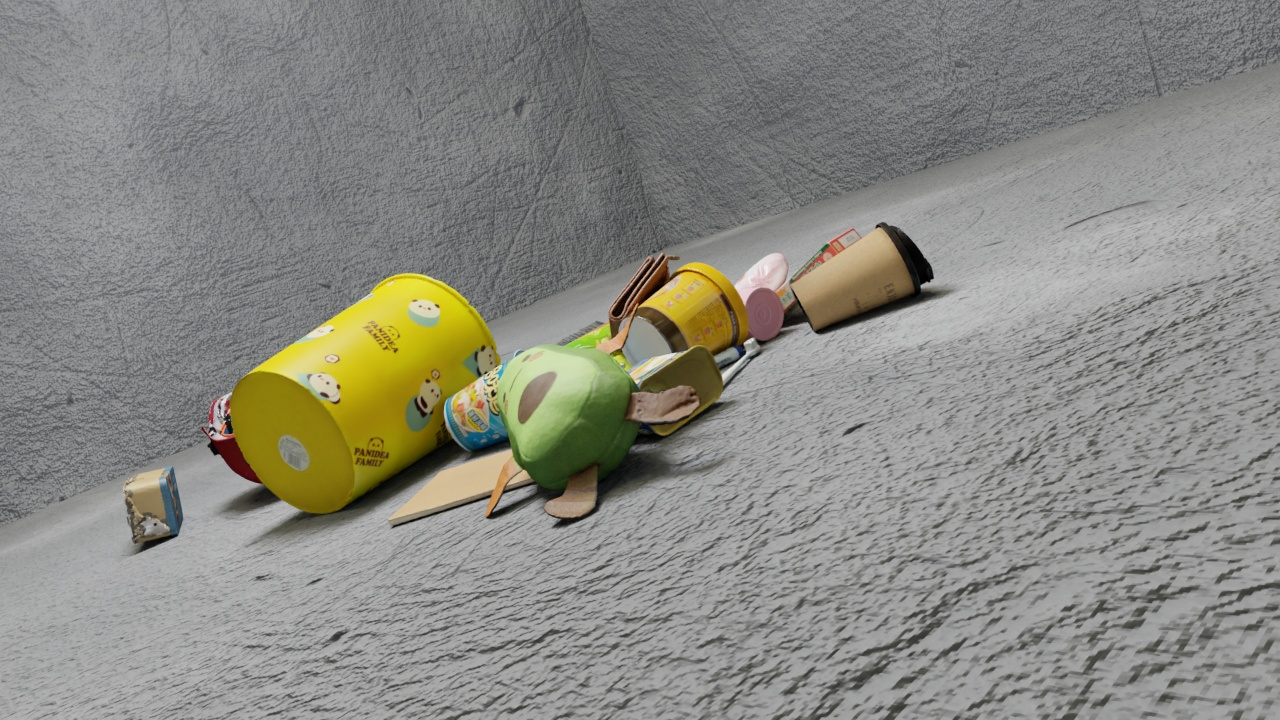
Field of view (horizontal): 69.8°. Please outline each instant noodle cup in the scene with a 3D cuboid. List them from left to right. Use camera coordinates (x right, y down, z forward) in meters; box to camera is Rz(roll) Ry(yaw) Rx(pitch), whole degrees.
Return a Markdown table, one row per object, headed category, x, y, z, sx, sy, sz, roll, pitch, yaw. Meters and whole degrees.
| category | x | y | z | sx | sy | sz | roll | pitch | yaw |
| --- | --- | --- | --- | --- | --- | --- | --- | --- | --- |
| instant noodle cup | -0.166 | 0.053 | 1.074 | 0.110 | 0.099 | 0.099 | -26 | 7 | 14 |
| instant noodle cup | 0.046 | -0.037 | 1.073 | 0.114 | 0.118 | 0.119 | -36 | 16 | -32 |

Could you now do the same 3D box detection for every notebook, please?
| category | x | y | z | sx | sy | sz | roll | pitch | yaw |
| --- | --- | --- | --- | --- | --- | --- | --- | --- | --- |
| notebook | -0.134 | 0.108 | 0.920 | 0.208 | 0.008 | 0.147 | -18 | 9 | 12 |

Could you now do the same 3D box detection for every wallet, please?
| category | x | y | z | sx | sy | sz | roll | pitch | yaw |
| --- | --- | --- | --- | --- | --- | --- | --- | --- | --- |
| wallet | 0.001 | -0.076 | 1.136 | 0.119 | 0.035 | 0.131 | -50 | -11 | -11 |

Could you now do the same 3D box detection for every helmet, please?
| category | x | y | z | sx | sy | sz | roll | pitch | yaw |
| --- | --- | --- | --- | --- | --- | --- | --- | --- | --- |
| helmet | -0.520 | 0.111 | 1.358 | 0.206 | 0.144 | 0.240 | -23 | 23 | -13 |

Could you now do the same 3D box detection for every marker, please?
| category | x | y | z | sx | sy | sz | roll | pitch | yaw |
| --- | --- | --- | --- | --- | --- | --- | --- | --- | --- |
| marker | 0.057 | 0.016 | 1.024 | 0.145 | 0.017 | 0.017 | -25 | 10 | -29 |

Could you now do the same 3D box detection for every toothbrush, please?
| category | x | y | z | sx | sy | sz | roll | pitch | yaw |
| --- | --- | --- | --- | --- | --- | --- | --- | --- | --- |
| toothbrush | 0.095 | 0.009 | 0.978 | 0.016 | 0.016 | 0.179 | -24 | 7 | 30 |

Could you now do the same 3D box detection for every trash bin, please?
| category | x | y | z | sx | sy | sz | roll | pitch | yaw |
| --- | --- | --- | --- | --- | --- | --- | --- | --- | --- |
| trash bin | -0.333 | 0.043 | 1.120 | 0.230 | 0.229 | 0.254 | -15 | 16 | 33 |

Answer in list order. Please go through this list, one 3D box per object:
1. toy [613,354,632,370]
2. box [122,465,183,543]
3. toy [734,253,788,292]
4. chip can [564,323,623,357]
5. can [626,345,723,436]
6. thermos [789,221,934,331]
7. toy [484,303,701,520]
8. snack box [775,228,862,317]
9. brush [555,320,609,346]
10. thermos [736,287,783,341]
| category | x | y | z | sx | sy | sz | roll | pitch | yaw |
| --- | --- | --- | --- | --- | --- | --- | --- | --- | --- |
| toy | -0.007 | 0.007 | 1.163 | 0.100 | 0.031 | 0.097 | -14 | 20 | -15 |
| box | -0.705 | 0.206 | 1.333 | 0.061 | 0.090 | 0.184 | -11 | 7 | -22 |
| toy | 0.160 | -0.094 | 1.256 | 0.121 | 0.054 | 0.159 | -49 | -9 | 11 |
| chip can | -0.033 | -0.017 | 1.240 | 0.073 | 0.072 | 0.220 | -11 | 13 | 45 |
| can | 0.015 | 0.032 | 0.880 | 0.101 | 0.057 | 0.083 | -33 | 12 | -35 |
| thermos | 0.247 | -0.091 | 1.039 | 0.143 | 0.093 | 0.093 | -28 | 8 | 6 |
| toy | -0.062 | 0.046 | 0.794 | 0.226 | 0.090 | 0.247 | -50 | 29 | -8 |
| snack box | 0.206 | -0.099 | 1.145 | 0.076 | 0.027 | 0.156 | -30 | -12 | -49 |
| brush | -0.084 | -0.006 | 1.348 | 0.069 | 0.063 | 0.145 | 23 | 36 | 33 |
| thermos | 0.094 | -0.065 | 1.175 | 0.067 | 0.087 | 0.199 | 15 | -7 | -33 |
